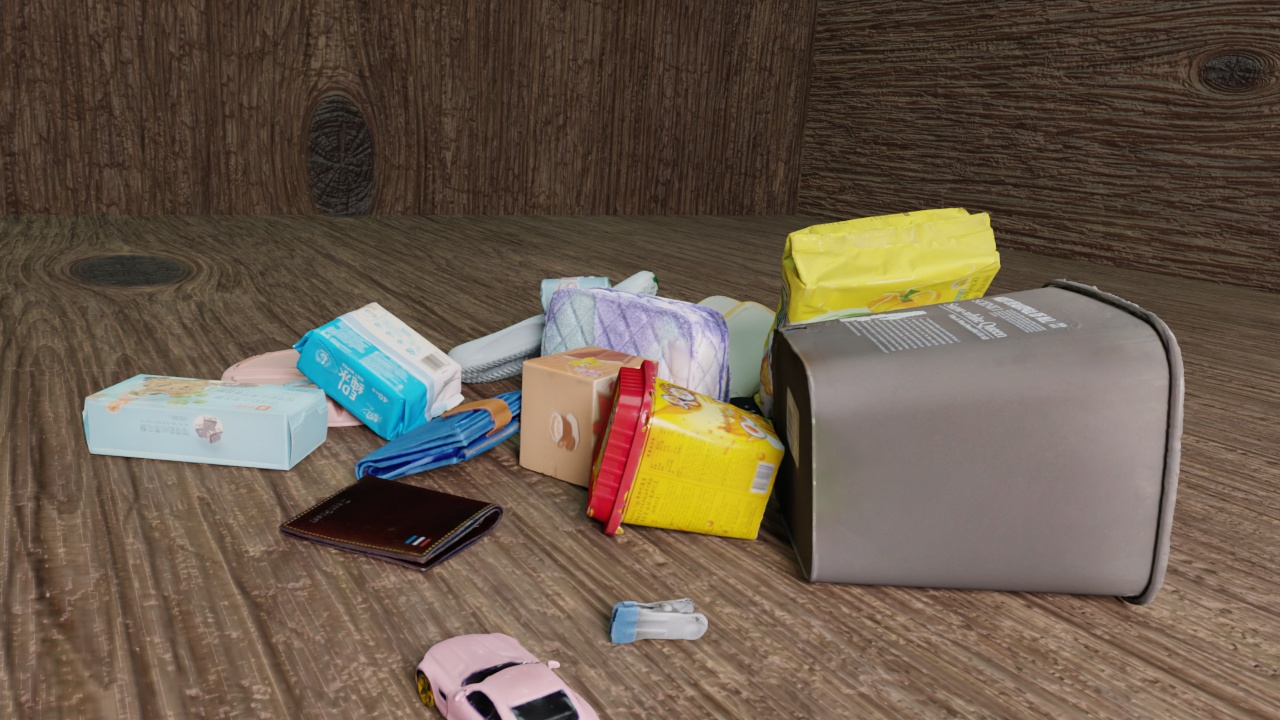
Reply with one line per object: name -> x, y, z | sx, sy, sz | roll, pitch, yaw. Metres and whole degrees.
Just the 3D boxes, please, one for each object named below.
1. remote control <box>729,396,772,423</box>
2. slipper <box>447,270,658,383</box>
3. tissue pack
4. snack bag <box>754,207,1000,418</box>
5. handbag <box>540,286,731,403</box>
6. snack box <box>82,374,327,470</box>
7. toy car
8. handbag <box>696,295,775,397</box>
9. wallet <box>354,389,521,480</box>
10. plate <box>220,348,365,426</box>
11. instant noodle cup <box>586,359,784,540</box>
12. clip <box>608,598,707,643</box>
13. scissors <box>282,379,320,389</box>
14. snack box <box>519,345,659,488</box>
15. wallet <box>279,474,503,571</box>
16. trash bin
remote control -> 0.115, 0.074, 0.820 | 0.053, 0.024, 0.136 | -3, 29, -23
slipper -> -0.097, -0.044, 0.992 | 0.245, 0.074, 0.104 | -21, -15, 0
tissue pack -> -0.239, 0.011, 0.844 | 0.140, 0.063, 0.089 | 35, 32, 9
snack bag -> 0.182, -0.035, 0.761 | 0.158, 0.247, 0.068 | -8, 60, -5
handbag -> -0.005, 0.005, 0.861 | 0.194, 0.134, 0.075 | 16, 15, 40
snack box -> -0.359, 0.050, 0.766 | 0.175, 0.052, 0.074 | 4, 14, 4
toy car -> -0.064, 0.161, 0.437 | 0.056, 0.037, 0.122 | -6, 16, -37
handbag -> 0.100, 0.005, 0.940 | 0.179, 0.063, 0.163 | 21, 46, 36
wallet -> -0.157, 0.061, 0.755 | 0.106, 0.040, 0.132 | -18, 7, 20
plate -> -0.315, 0.020, 0.946 | 0.229, 0.028, 0.229 | 4, 14, -1
instant noodle cup -> 0.032, 0.072, 0.679 | 0.123, 0.116, 0.116 | 14, 14, -4
clip -> 0.009, 0.149, 0.527 | 0.056, 0.024, 0.029 | 3, 17, -20
scissors -> -0.276, 0.016, 0.891 | 0.105, 0.017, 0.135 | 13, 20, 10
snack box -> -0.043, 0.045, 0.780 | 0.077, 0.093, 0.094 | 14, 17, 33
wallet -> -0.172, 0.112, 0.641 | 0.122, 0.020, 0.096 | 7, 15, 23
trash bin -> 0.212, 0.053, 0.637 | 0.220, 0.199, 0.199 | -2, 15, 0
